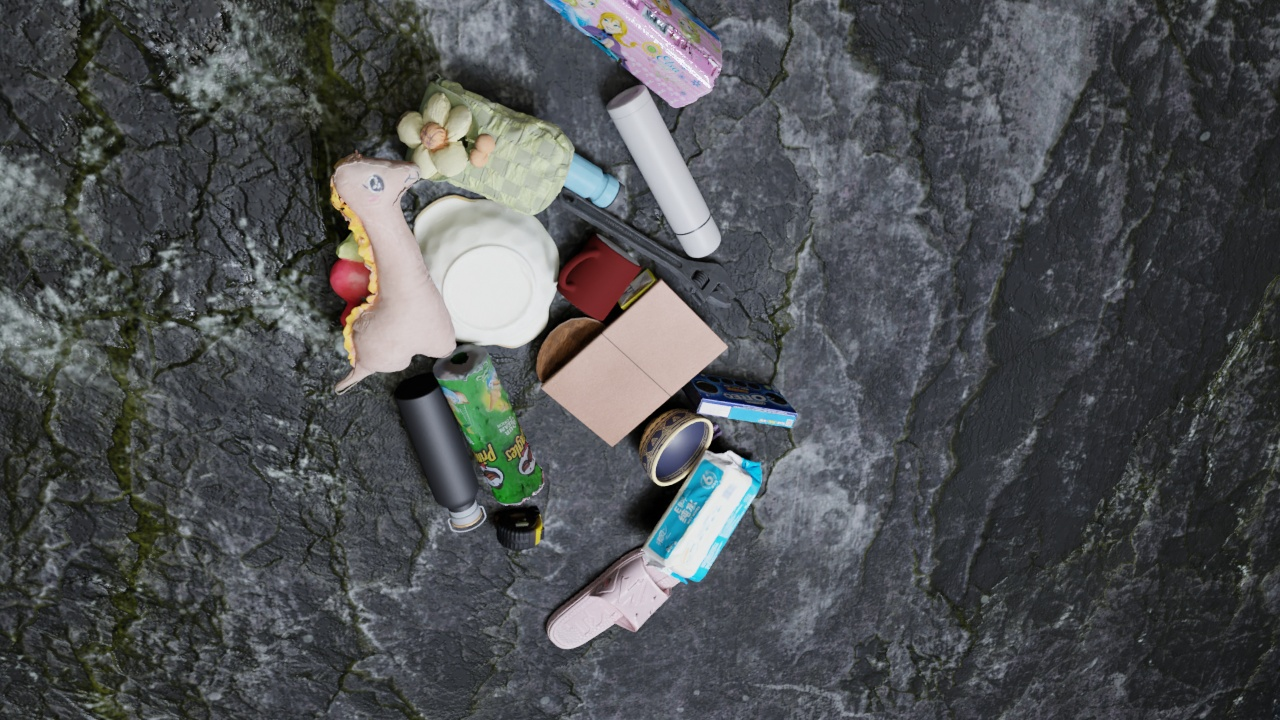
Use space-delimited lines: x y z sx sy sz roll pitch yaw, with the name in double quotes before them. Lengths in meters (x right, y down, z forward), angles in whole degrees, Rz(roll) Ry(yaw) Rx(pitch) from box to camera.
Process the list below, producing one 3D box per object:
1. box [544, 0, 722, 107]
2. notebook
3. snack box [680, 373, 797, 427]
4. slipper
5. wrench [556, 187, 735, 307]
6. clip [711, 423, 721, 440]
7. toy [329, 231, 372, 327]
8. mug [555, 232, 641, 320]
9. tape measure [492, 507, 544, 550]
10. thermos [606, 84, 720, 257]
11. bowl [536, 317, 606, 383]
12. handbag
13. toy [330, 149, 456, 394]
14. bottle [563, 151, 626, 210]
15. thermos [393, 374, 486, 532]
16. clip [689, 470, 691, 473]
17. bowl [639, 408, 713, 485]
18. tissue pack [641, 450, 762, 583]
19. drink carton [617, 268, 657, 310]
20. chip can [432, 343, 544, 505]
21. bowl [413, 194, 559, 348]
"box" -0.004 -0.393 1.021 0.230 0.085 0.096 32 70 -28
"notebook" -0.007 0.007 1.199 0.209 0.008 0.141 -41 121 11
"snack box" 0.135 0.054 1.269 0.150 0.082 0.027 8 113 -22
"slipper" -0.032 0.364 1.376 0.239 0.064 0.094 -33 120 1
"wrench" 0.012 -0.141 1.154 0.273 0.073 0.018 29 141 -22
"clip" 0.095 0.112 1.325 0.053 0.013 0.036 -44 121 2
"toy" -0.314 -0.092 1.070 0.091 0.045 0.135 -1 117 -23
"mug" -0.059 -0.106 1.121 0.083 0.073 0.105 -53 152 11
"tape measure" -0.168 0.231 1.267 0.067 0.062 0.038 1 114 -17
"thermos" 0.033 -0.223 1.117 0.052 0.052 0.224 -33 121 -1
"bowl" -0.085 -0.008 1.197 0.102 0.026 0.114 22 108 -25
"handbag" -0.171 -0.231 0.996 0.186 0.116 0.113 21 104 1
"toy" -0.296 -0.091 1.006 0.196 0.065 0.265 -25 129 -9
"bottle" -0.070 -0.219 1.092 0.130 0.040 0.040 27 104 -27
"thermos" -0.253 0.131 1.190 0.061 0.061 0.231 -18 119 -9
"clip" 0.078 0.164 1.338 0.043 0.024 0.061 -27 124 -4
"bowl" 0.039 0.110 1.270 0.112 0.061 0.113 -31 143 -28
"tissue pack" 0.093 0.220 1.315 0.209 0.066 0.117 -56 143 0
"drink carton" 0.032 -0.052 1.207 0.058 0.043 0.134 -39 120 9
"chip can" -0.190 0.083 1.166 0.075 0.075 0.223 -23 126 -7
"bowl" -0.185 -0.095 1.104 0.188 0.060 0.219 -34 120 0
